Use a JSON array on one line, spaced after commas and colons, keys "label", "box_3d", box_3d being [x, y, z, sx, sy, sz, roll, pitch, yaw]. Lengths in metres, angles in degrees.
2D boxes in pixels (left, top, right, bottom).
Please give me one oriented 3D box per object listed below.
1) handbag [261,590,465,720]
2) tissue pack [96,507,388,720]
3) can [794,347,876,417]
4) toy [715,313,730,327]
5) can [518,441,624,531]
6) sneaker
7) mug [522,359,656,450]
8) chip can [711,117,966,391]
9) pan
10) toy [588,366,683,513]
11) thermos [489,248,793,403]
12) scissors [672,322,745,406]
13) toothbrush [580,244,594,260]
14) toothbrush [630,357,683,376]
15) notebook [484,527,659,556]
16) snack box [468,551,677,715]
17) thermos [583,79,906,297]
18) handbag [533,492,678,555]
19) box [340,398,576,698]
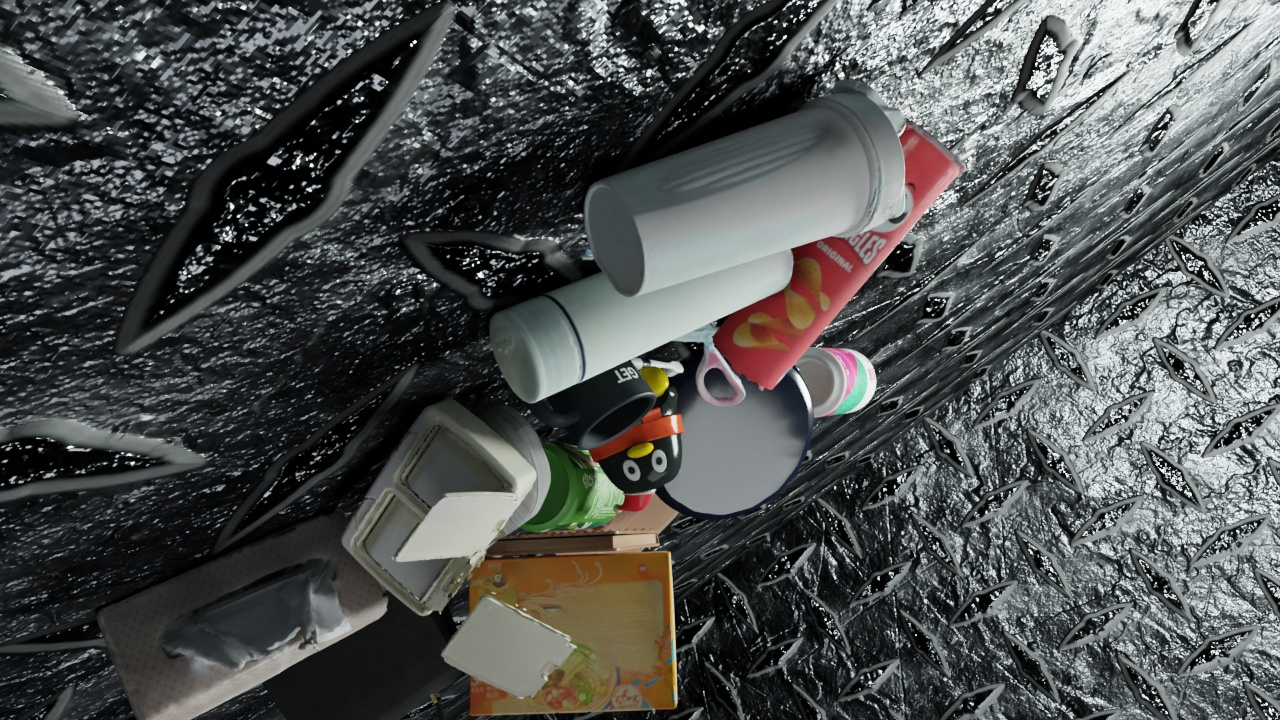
[{"label": "handbag", "box_3d": [-0.249, 0.314, 0.882, 0.176, 0.195, 0.072, -36, 161, 2]}, {"label": "tissue pack", "box_3d": [-0.281, 0.185, 0.666, 0.181, 0.104, 0.071, -21, 154, -33]}, {"label": "can", "box_3d": [0.248, 0.028, 1.202, 0.088, 0.088, 0.165, -43, 160, 23]}, {"label": "toy", "box_3d": [0.102, -0.023, 0.869, 0.076, 0.062, 0.100, -49, 157, -20]}, {"label": "can", "box_3d": [-0.072, 0.125, 0.899, 0.083, 0.083, 0.144, -39, 161, 10]}, {"label": "sneaker", "box_3d": [-0.159, 0.126, 0.736, 0.089, 0.099, 0.237, -36, 170, -49]}, {"label": "mug", "box_3d": [-0.049, 0.020, 0.695, 0.104, 0.077, 0.071, -12, 150, -50]}, {"label": "chip can", "box_3d": [0.152, -0.082, 0.737, 0.233, 0.073, 0.073, -51, 157, 15]}, {"label": "pan", "box_3d": [0.142, 0.016, 0.961, 0.198, 0.021, 0.356, 35, 94, -27]}, {"label": "toy", "box_3d": [-0.003, 0.076, 0.848, 0.097, 0.119, 0.100, -19, 171, -2]}, {"label": "thermos", "box_3d": [0.006, -0.042, 0.657, 0.229, 0.068, 0.068, -26, 159, -28]}, {"label": "scissors", "box_3d": [0.066, -0.008, 0.816, 0.172, 0.014, 0.159, 0, 134, -22]}, {"label": "toothbrush", "box_3d": [0.036, -0.102, 0.638, 0.185, 0.022, 0.024, -24, 156, -25]}, {"label": "toothbrush", "box_3d": [-0.005, 0.005, 0.837, 0.017, 0.012, 0.186, -38, 161, 20]}, {"label": "notebook", "box_3d": [-0.099, 0.185, 0.925, 0.211, 0.022, 0.169, -5, 169, 15]}, {"label": "snack box", "box_3d": [-0.064, 0.263, 0.895, 0.195, 0.145, 0.081, -3, 170, 2]}, {"label": "thermos", "box_3d": [0.076, -0.109, 0.584, 0.220, 0.099, 0.100, -21, 157, -25]}, {"label": "handbag", "box_3d": [-0.038, 0.145, 1.081, 0.199, 0.116, 0.186, -50, -166, 27]}, {"label": "box", "box_3d": [-0.125, 0.142, 0.634, 0.144, 0.194, 0.101, -55, 170, 18]}]
